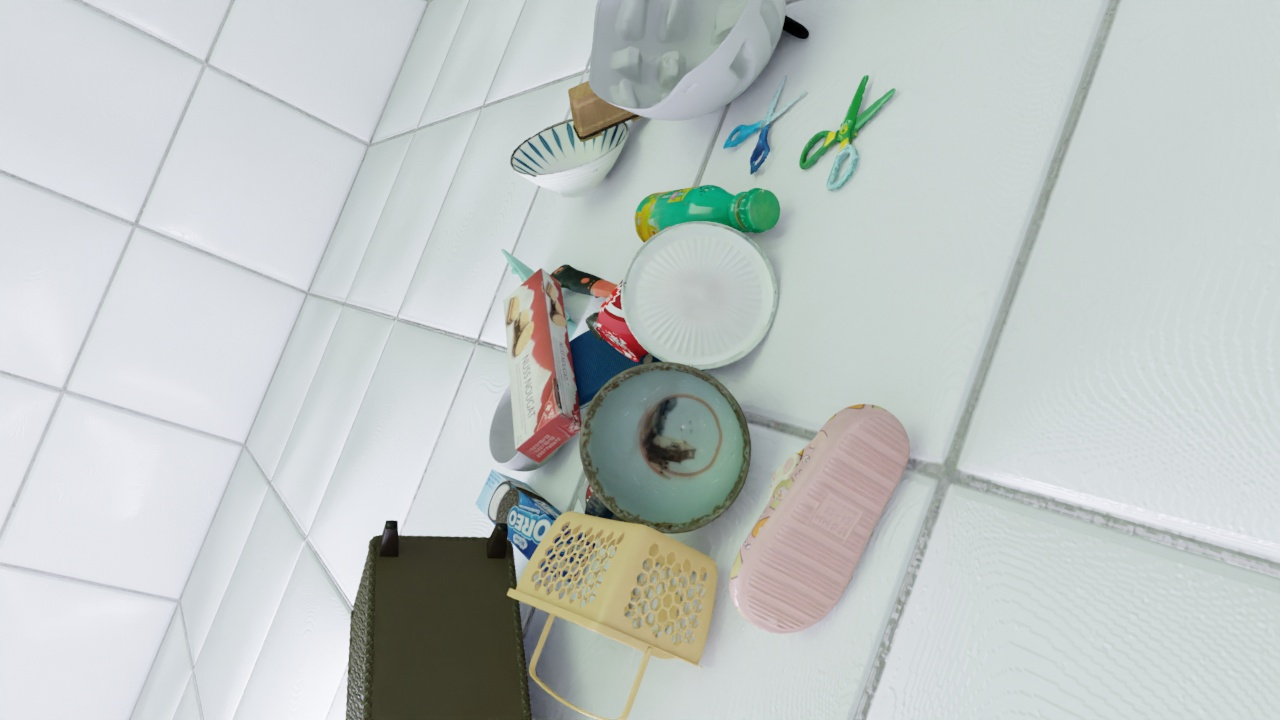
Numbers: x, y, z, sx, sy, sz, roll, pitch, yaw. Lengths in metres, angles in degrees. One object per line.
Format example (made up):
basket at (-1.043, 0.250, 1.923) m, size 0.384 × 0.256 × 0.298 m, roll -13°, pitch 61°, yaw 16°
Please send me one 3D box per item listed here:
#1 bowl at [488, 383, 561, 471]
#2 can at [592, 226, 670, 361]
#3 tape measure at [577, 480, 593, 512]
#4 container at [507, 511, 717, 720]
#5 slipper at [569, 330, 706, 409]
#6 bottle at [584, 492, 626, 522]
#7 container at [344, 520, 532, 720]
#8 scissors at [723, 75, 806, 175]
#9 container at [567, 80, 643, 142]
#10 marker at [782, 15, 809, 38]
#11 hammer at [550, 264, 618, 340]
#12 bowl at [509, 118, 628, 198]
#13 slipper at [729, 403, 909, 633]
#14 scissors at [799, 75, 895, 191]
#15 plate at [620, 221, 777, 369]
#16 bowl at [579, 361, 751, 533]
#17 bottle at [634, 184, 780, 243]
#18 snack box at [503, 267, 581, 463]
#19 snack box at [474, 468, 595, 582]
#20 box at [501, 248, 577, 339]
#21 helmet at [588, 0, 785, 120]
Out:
bowl at (-0.134, 0.080, 1.180) m, size 0.132 × 0.064 × 0.131 m, roll -36°, pitch 42°, yaw 41°
can at (0.018, -0.073, 0.979) m, size 0.142 × 0.074 × 0.074 m, roll -51°, pitch 29°, yaw -8°
tape measure at (-0.041, 0.153, 1.028) m, size 0.062 × 0.020 × 0.060 m, roll -53°, pitch 38°, yaw 23°
container at (-0.031, 0.239, 0.849) m, size 0.184 × 0.129 × 0.166 m, roll -6°, pitch 58°, yaw 58°
slipper at (-0.006, 0.006, 1.043) m, size 0.296 × 0.060 × 0.118 m, roll -15°, pitch 51°, yaw 38°
bottle at (-0.001, 0.107, 0.961) m, size 0.161 × 0.056 × 0.056 m, roll -61°, pitch 31°, yaw 5°
container at (-0.210, 0.334, 0.956) m, size 0.320 × 0.176 × 0.205 m, roll -106°, pitch 27°, yaw -47°
scissors at (0.141, -0.262, 1.039) m, size 0.128 × 0.014 × 0.128 m, roll -32°, pitch 41°, yaw 39°
container at (-0.048, -0.366, 1.302) m, size 0.114 × 0.061 × 0.063 m, roll -23°, pitch 37°, yaw 0°
marker at (0.168, -0.402, 1.084) m, size 0.015 × 0.018 × 0.133 m, roll -24°, pitch 37°, yaw -3°
hammer at (-0.058, -0.096, 1.178) m, size 0.133 × 0.033 × 0.333 m, roll -37°, pitch 21°, yaw -12°
bowl at (-0.095, -0.285, 1.333) m, size 0.177 × 0.071 × 0.177 m, roll -12°, pitch 36°, yaw 9°
slipper at (0.131, 0.117, 0.725) m, size 0.197 × 0.093 × 0.081 m, roll -61°, pitch 20°, yaw 7°
scissors at (0.206, -0.222, 0.908) m, size 0.128 × 0.012 × 0.121 m, roll -39°, pitch 41°, yaw 40°
plate at (0.059, -0.066, 0.926) m, size 0.014 × 0.157 × 0.156 m, roll 69°, pitch -143°, yaw -76°
bowl at (0.032, 0.077, 0.877) m, size 0.160 × 0.160 × 0.093 m, roll -60°, pitch -11°, yaw 11°
bottle at (0.073, -0.160, 1.018) m, size 0.210 × 0.068 × 0.068 m, roll 8°, pitch 77°, yaw 58°
snack box at (-0.120, -0.004, 1.083) m, size 0.077 × 0.044 × 0.272 m, roll -38°, pitch 37°, yaw 21°
snack box at (-0.132, 0.195, 1.108) m, size 0.226 × 0.059 × 0.059 m, roll 24°, pitch 86°, yaw 60°
box at (-0.160, -0.079, 1.313) m, size 0.078 × 0.110 × 0.187 m, roll -45°, pitch 35°, yaw 2°
helmet at (0.065, -0.403, 1.073) m, size 0.283 × 0.183 × 0.224 m, roll 146°, pitch 124°, yaw -62°
